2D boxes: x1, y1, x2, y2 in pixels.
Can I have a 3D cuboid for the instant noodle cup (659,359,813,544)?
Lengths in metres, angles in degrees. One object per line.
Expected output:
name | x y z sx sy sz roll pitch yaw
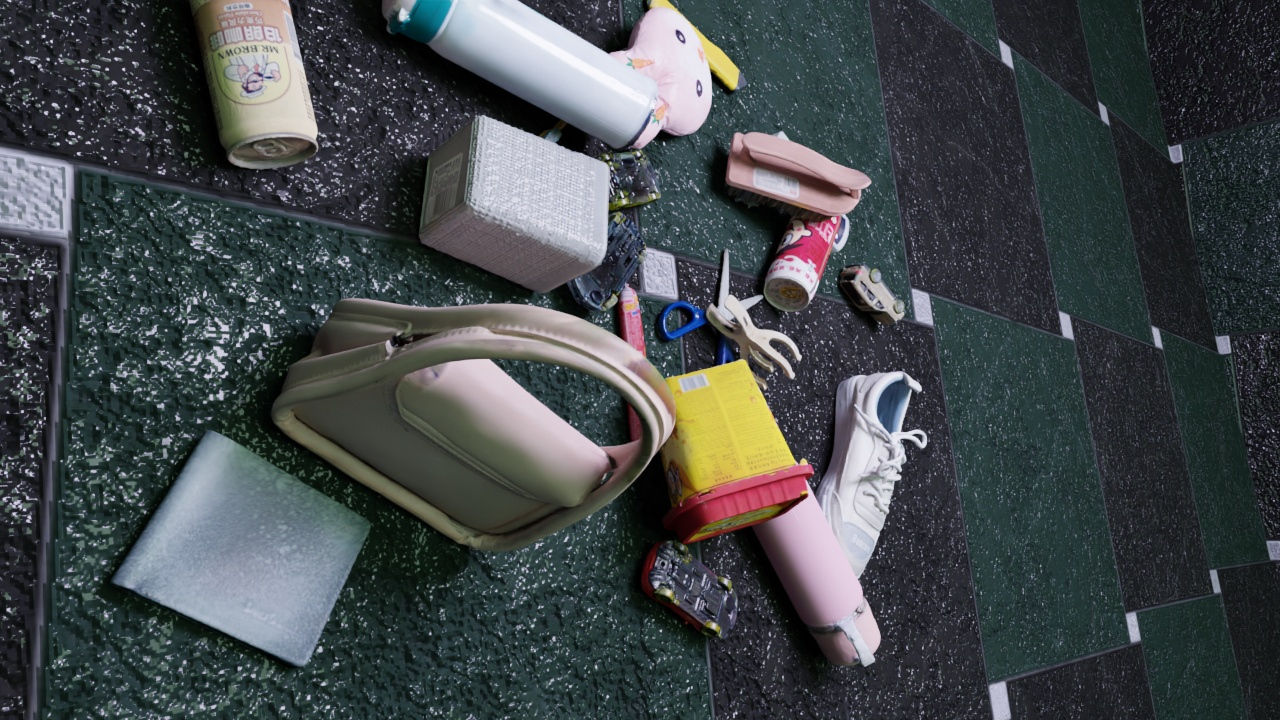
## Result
instant noodle cup | 0.065 0.075 0.762 0.116 0.116 0.123 -14 72 -13

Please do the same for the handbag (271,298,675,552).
handbag | -0.083 0.031 0.542 0.193 0.235 0.093 39 55 -30

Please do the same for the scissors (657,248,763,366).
scissors | 0.073 -0.034 0.884 0.174 0.012 0.162 0 77 -46

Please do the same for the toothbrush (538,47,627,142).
toothbrush | -0.045 -0.237 0.822 0.016 0.018 0.190 52 47 -23

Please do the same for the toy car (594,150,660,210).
toy car | -0.017 -0.158 0.818 0.105 0.032 0.048 -27 97 -58

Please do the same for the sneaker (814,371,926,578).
sneaker | 0.244 0.116 0.952 0.089 0.091 0.241 37 54 -30

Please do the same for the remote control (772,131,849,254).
remote control | 0.189 -0.189 1.041 0.150 0.021 0.058 45 50 -25

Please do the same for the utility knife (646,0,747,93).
utility knife | 0.058 -0.331 0.959 0.153 0.015 0.033 34 49 -32

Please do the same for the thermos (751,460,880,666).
thermos | 0.161 0.193 0.851 0.067 0.087 0.198 -28 100 -2

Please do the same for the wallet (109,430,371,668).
wallet | -0.225 0.111 0.534 0.121 0.019 0.097 41 54 -31

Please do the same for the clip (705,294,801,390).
clip | 0.099 -0.012 0.884 0.104 0.084 0.034 31 51 -6

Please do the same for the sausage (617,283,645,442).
sausage | -0.005 0.005 0.787 0.020 0.020 0.155 6 73 -44

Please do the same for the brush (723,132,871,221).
brush | 0.159 -0.187 0.941 0.145 0.073 0.063 16 62 -10

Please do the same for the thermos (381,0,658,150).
thermos | -0.093 -0.247 0.727 0.224 0.073 0.073 21 63 -31

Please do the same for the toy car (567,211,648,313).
toy car | -0.031 -0.082 0.779 0.049 0.031 0.105 50 47 -21

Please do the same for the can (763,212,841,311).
can | 0.173 -0.114 0.979 0.053 0.053 0.132 47 49 -25

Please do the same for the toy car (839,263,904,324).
toy car | 0.271 -0.075 1.075 0.090 0.042 0.035 44 74 -20

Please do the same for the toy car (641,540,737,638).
toy car | 0.042 0.193 0.766 0.106 0.031 0.049 40 53 -28

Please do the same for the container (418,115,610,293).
container | -0.095 -0.116 0.685 0.114 0.090 0.090 18 65 -38

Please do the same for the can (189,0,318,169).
can | -0.243 -0.185 0.577 0.058 0.059 0.116 -10 85 -46

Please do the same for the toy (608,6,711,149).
toy | 0.018 -0.263 0.866 0.159 0.054 0.121 -49 124 -41
